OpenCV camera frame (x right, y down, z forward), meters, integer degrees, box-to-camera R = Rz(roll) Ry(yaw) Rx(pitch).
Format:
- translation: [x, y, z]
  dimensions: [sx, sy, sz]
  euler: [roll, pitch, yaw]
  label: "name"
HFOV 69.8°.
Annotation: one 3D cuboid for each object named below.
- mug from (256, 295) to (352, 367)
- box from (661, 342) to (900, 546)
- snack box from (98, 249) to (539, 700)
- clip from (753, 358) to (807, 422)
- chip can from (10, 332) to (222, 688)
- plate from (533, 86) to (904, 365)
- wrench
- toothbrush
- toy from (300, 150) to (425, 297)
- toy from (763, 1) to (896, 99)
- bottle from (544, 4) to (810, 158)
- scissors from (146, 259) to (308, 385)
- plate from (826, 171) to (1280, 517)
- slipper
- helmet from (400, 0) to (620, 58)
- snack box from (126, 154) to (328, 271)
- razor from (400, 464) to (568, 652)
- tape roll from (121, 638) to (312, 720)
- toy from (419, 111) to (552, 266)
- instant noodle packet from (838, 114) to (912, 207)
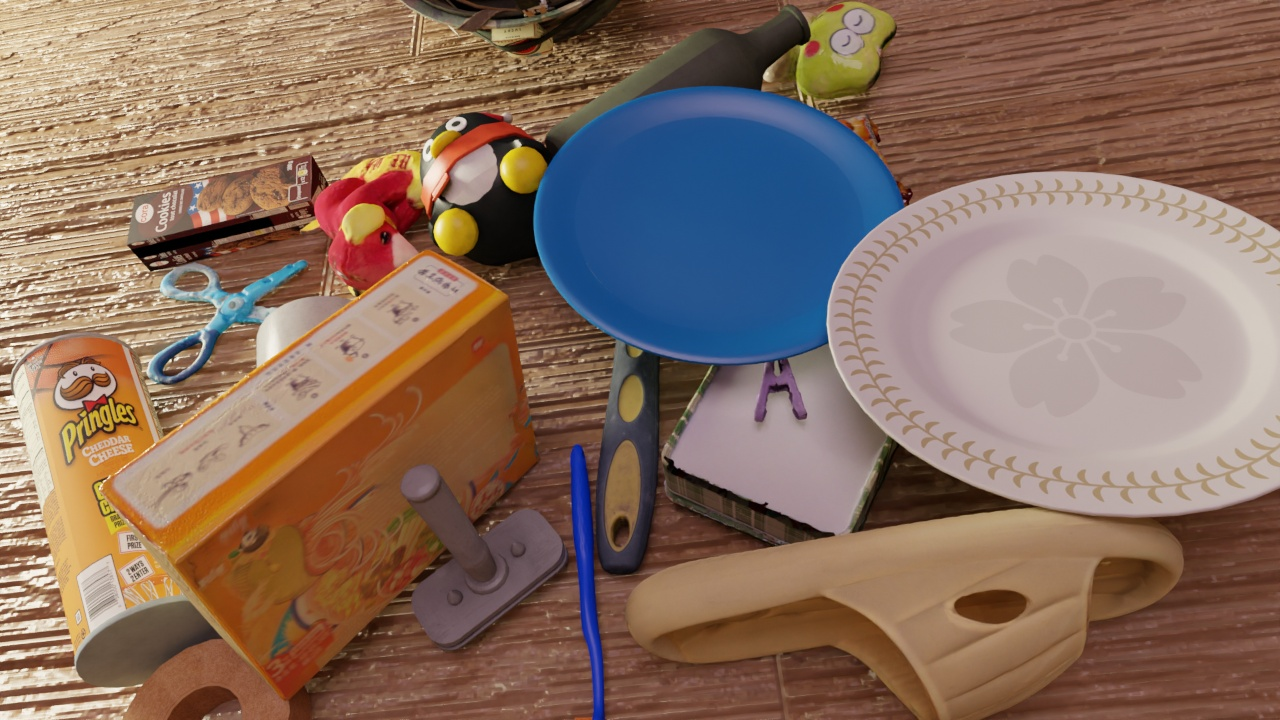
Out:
- translation: [-0.183, 0.012, 0.578]
  dimensions: [0.113, 0.085, 0.070]
  euler: [6, 47, -28]
  label: "mug"
- translation: [0.105, 0.012, 0.542]
  dimensions: [0.118, 0.050, 0.205]
  euler: [21, 62, 19]
  label: "box"
- translation: [-0.153, 0.055, 0.482]
  dimensions: [0.081, 0.145, 0.194]
  euler: [30, 56, 26]
  label: "snack box"
- translation: [0.072, 0.015, 0.507]
  dimensions: [0.046, 0.014, 0.050]
  euler: [-28, 60, -8]
  label: "clip"
- translation: [-0.315, 0.081, 0.548]
  dimensions: [0.075, 0.075, 0.215]
  euler: [-31, 57, -12]
  label: "chip can"
- translation: [0.047, -0.085, 0.564]
  dimensions: [0.224, 0.024, 0.223]
  euler: [0, 56, 0]
  label: "plate"
- translation: [-0.004, 0.003, 0.581]
  dimensions: [0.073, 0.022, 0.272]
  euler: [-1, 56, 9]
  label: "wrench"
- translation: [-0.033, 0.127, 0.506]
  dimensions: [0.018, 0.016, 0.182]
  euler: [-12, 55, 8]
  label: "toothbrush"
- translation: [-0.196, -0.104, 0.665]
  dimensions: [0.106, 0.067, 0.137]
  euler: [-13, 47, 9]
  label: "toy"
- translation: [0.135, -0.240, 0.710]
  dimensions: [0.115, 0.046, 0.092]
  euler: [13, 64, 27]
  label: "toy"
- translation: [0.033, -0.189, 0.663]
  dimensions: [0.206, 0.071, 0.071]
  euler: [-36, 58, -7]
  label: "bottle"
- translation: [-0.303, -0.029, 0.661]
  dimensions: [0.134, 0.012, 0.134]
  euler: [10, 58, 14]
  label: "scissors"
- translation: [0.218, -0.019, 0.463]
  dimensions: [0.243, 0.016, 0.242]
  euler: [-7, 45, 7]
  label: "plate"
- translation: [0.121, 0.127, 0.424]
  dimensions: [0.262, 0.111, 0.079]
  euler: [-8, 53, 9]
  label: "slipper"
- translation: [-0.099, -0.339, 0.702]
  dimensions: [0.224, 0.236, 0.192]
  euler: [-11, 88, -10]
  label: "helmet"
- translation: [-0.315, -0.113, 0.706]
  dimensions: [0.141, 0.032, 0.051]
  euler: [-13, 55, 0]
  label: "snack box"
- translation: [-0.094, 0.092, 0.478]
  dimensions: [0.088, 0.116, 0.047]
  euler: [-36, 51, -15]
  label: "razor"
- translation: [-0.224, 0.197, 0.483]
  dimensions: [0.094, 0.027, 0.093]
  euler: [-5, 56, 6]
  label: "tape roll"
- translation: [-0.108, -0.125, 0.638]
  dimensions: [0.097, 0.099, 0.119]
  euler: [-41, 64, 7]
  label: "toy"
- translation: [0.111, -0.120, 0.636]
  dimensions: [0.135, 0.040, 0.098]
  euler: [-10, 59, 4]
  label: "instant noodle packet"
